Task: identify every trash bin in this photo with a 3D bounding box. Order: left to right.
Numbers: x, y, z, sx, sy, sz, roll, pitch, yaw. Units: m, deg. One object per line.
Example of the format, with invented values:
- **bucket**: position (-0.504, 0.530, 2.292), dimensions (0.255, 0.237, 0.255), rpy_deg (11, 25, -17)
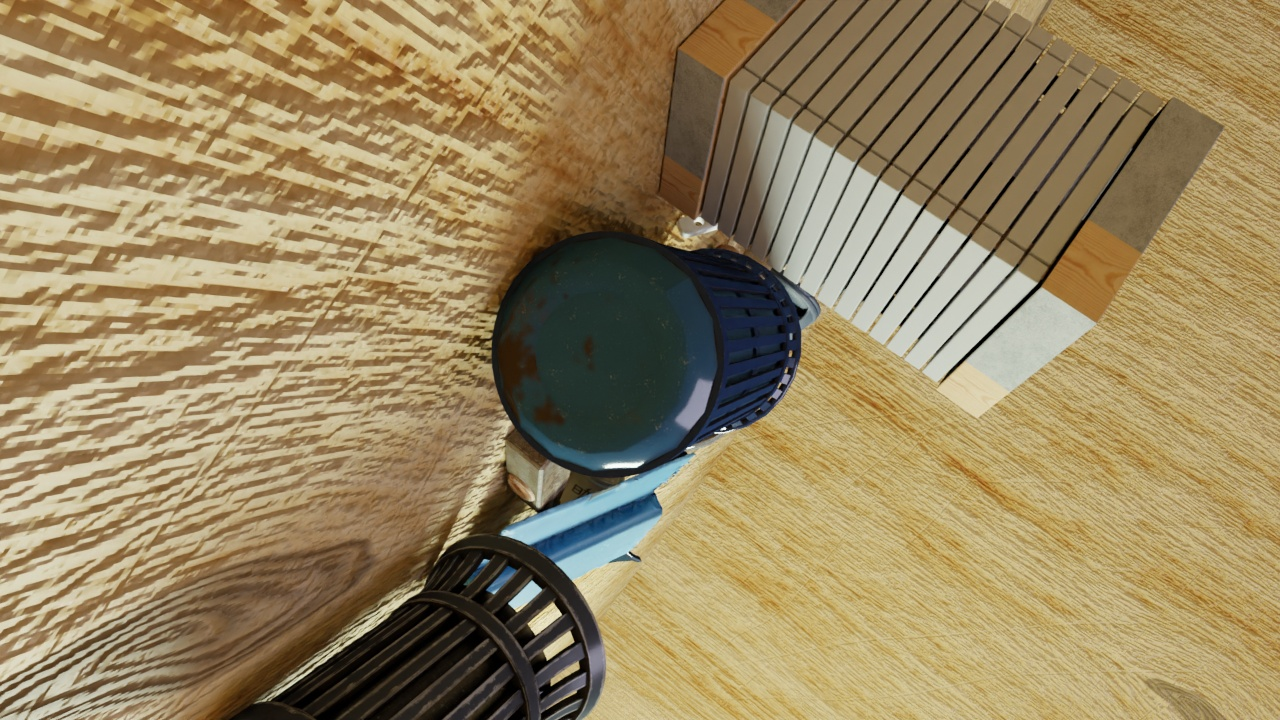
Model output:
- **trash bin**: position (-0.152, 0.239, 0.608), dimensions (0.226, 0.164, 0.165), rpy_deg (-29, 153, -57)
- **trash bin**: position (0.014, -0.008, 0.576), dimensions (0.139, 0.139, 0.249), rpy_deg (-56, 167, 13)
- **trash bin**: position (0.156, -0.114, 0.537), dimensions (0.142, 0.247, 0.143), rpy_deg (-50, 168, -18)

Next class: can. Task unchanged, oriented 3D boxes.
- **can**: position (-0.072, 0.161, 0.955), dimensions (0.136, 0.054, 0.054), rpy_deg (-57, 168, 20)

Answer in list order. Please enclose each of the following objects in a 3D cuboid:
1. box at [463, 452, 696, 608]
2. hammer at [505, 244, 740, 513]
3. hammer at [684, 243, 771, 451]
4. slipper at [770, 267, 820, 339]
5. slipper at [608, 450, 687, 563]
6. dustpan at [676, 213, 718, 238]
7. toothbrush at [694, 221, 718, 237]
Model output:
- **box**: position (-0.063, 0.163, 0.844), dimensions (0.230, 0.033, 0.175), rpy_deg (-16, 151, -42)
- **hammer**: position (-0.005, 0.005, 0.792), dimensions (0.300, 0.037, 0.158), rpy_deg (-48, 168, -25)
- **hammer**: position (0.093, -0.063, 0.879), dimensions (0.330, 0.119, 0.031), rpy_deg (-60, 169, -13)
- **slipper**: position (0.145, -0.046, 1.102), dimensions (0.082, 0.101, 0.264), rpy_deg (-53, 173, -8)
- **slipper**: position (-0.028, 0.218, 1.134), dimensions (0.265, 0.083, 0.109), rpy_deg (-38, 172, -3)
- **dustpan**: position (0.148, -0.131, 0.722), dimensions (0.257, 0.163, 0.033), rpy_deg (-18, 159, -12)
- **toothbrush**: position (0.083, -0.133, 0.789), dimensions (0.166, 0.016, 0.016), rpy_deg (-40, 163, -56)
